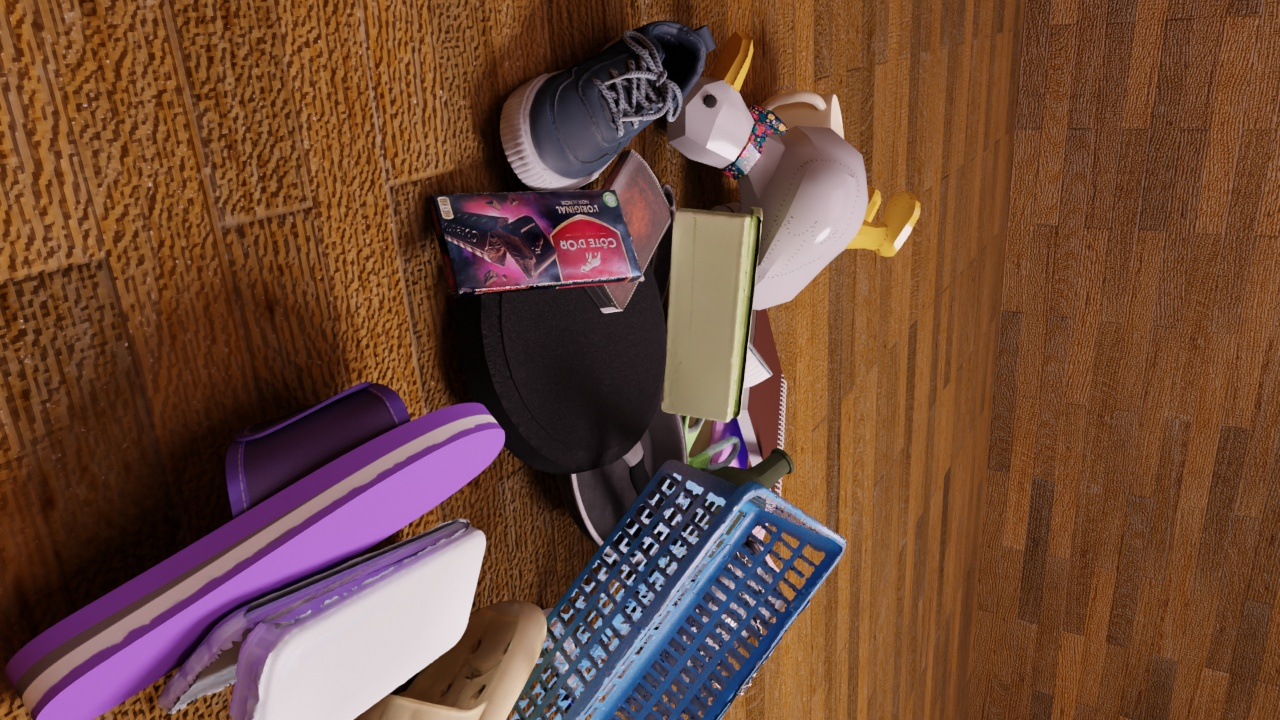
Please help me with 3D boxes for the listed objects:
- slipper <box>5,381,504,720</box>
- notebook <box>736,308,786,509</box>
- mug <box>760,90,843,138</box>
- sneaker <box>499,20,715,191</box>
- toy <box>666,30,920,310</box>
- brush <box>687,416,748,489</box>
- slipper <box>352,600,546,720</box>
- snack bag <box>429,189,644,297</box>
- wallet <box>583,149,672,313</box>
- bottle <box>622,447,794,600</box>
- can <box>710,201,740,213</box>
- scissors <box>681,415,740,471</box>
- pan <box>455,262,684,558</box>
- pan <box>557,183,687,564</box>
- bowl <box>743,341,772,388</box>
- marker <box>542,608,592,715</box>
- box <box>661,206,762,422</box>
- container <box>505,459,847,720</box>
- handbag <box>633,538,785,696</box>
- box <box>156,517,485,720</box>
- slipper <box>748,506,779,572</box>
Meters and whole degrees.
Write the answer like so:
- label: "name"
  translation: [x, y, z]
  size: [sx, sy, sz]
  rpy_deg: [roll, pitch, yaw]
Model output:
- label: "slipper"
  translation: [-0.201, 0.074, 0.490]
  size: [0.265, 0.084, 0.107]
  rpy_deg: [-33, 166, -32]
- label: "notebook"
  translation: [0.143, 0.040, 1.069]
  size: [0.208, 0.022, 0.172]
  rpy_deg: [-78, 155, -45]
- label: "mug"
  translation: [0.166, -0.247, 1.011]
  size: [0.120, 0.100, 0.096]
  rpy_deg: [60, 34, -50]
- label: "sneaker"
  translation: [-0.017, -0.205, 0.715]
  size: [0.234, 0.088, 0.089]
  rpy_deg: [-52, 123, -42]
- label: "toy"
  translation: [0.133, -0.169, 0.905]
  size: [0.267, 0.141, 0.247]
  rpy_deg: [16, 100, -21]
- label: "brush"
  translation: [0.084, 0.156, 1.039]
  size: [0.089, 0.043, 0.229]
  rpy_deg: [-17, 112, -57]
- label: "slipper"
  translation: [-0.158, 0.243, 0.612]
  size: [0.079, 0.112, 0.260]
  rpy_deg: [60, 40, -18]
- label: "snack bag"
  translation: [-0.072, -0.085, 0.656]
  size: [0.155, 0.018, 0.074]
  rpy_deg: [-9, 76, -35]
- label: "wallet"
  translation: [-0.015, -0.104, 0.737]
  size: [0.072, 0.019, 0.122]
  rpy_deg: [53, 47, -34]
- label: "bottle"
  translation: [0.074, 0.157, 0.929]
  size: [0.206, 0.071, 0.071]
  rpy_deg: [-33, 129, -25]
- label: "can"
  translation: [0.106, -0.157, 1.004]
  size: [0.095, 0.032, 0.032]
  rpy_deg: [-24, 118, -55]
- label: "scissors"
  translation: [0.045, 0.110, 0.938]
  size: [0.159, 0.025, 0.171]
  rpy_deg: [21, 97, -51]
- label: "pan"
  translation: [-0.025, 0.030, 0.752]
  size: [0.224, 0.034, 0.356]
  rpy_deg: [-50, 124, -43]
- label: "pan"
  translation: [-0.005, 0.005, 0.842]
  size: [0.187, 0.055, 0.356]
  rpy_deg: [26, 63, -53]
- label: "bowl"
  translation: [0.075, -0.015, 0.939]
  size: [0.062, 0.118, 0.118]
  rpy_deg: [-37, 146, 7]
- label: "marker"
  translation: [-0.067, 0.278, 0.836]
  size: [0.027, 0.023, 0.133]
  rpy_deg: [-35, 130, -24]
- label: "box"
  translation: [0.062, -0.043, 0.825]
  size: [0.091, 0.083, 0.188]
  rpy_deg: [-81, 176, -75]
- label: "container"
  translation: [0.001, 0.249, 0.764]
  size: [0.362, 0.089, 0.257]
  rpy_deg: [-53, 146, 1]
- label: "handbag"
  translation: [0.079, 0.259, 0.957]
  size: [0.153, 0.115, 0.125]
  rpy_deg: [-32, 120, -19]
- label: "box"
  translation: [-0.156, 0.162, 0.539]
  size: [0.083, 0.123, 0.215]
  rpy_deg: [53, 27, 12]
- label: "slipper"
  translation: [0.138, 0.245, 1.137]
  size: [0.094, 0.064, 0.238]
  rpy_deg: [54, 51, -50]
